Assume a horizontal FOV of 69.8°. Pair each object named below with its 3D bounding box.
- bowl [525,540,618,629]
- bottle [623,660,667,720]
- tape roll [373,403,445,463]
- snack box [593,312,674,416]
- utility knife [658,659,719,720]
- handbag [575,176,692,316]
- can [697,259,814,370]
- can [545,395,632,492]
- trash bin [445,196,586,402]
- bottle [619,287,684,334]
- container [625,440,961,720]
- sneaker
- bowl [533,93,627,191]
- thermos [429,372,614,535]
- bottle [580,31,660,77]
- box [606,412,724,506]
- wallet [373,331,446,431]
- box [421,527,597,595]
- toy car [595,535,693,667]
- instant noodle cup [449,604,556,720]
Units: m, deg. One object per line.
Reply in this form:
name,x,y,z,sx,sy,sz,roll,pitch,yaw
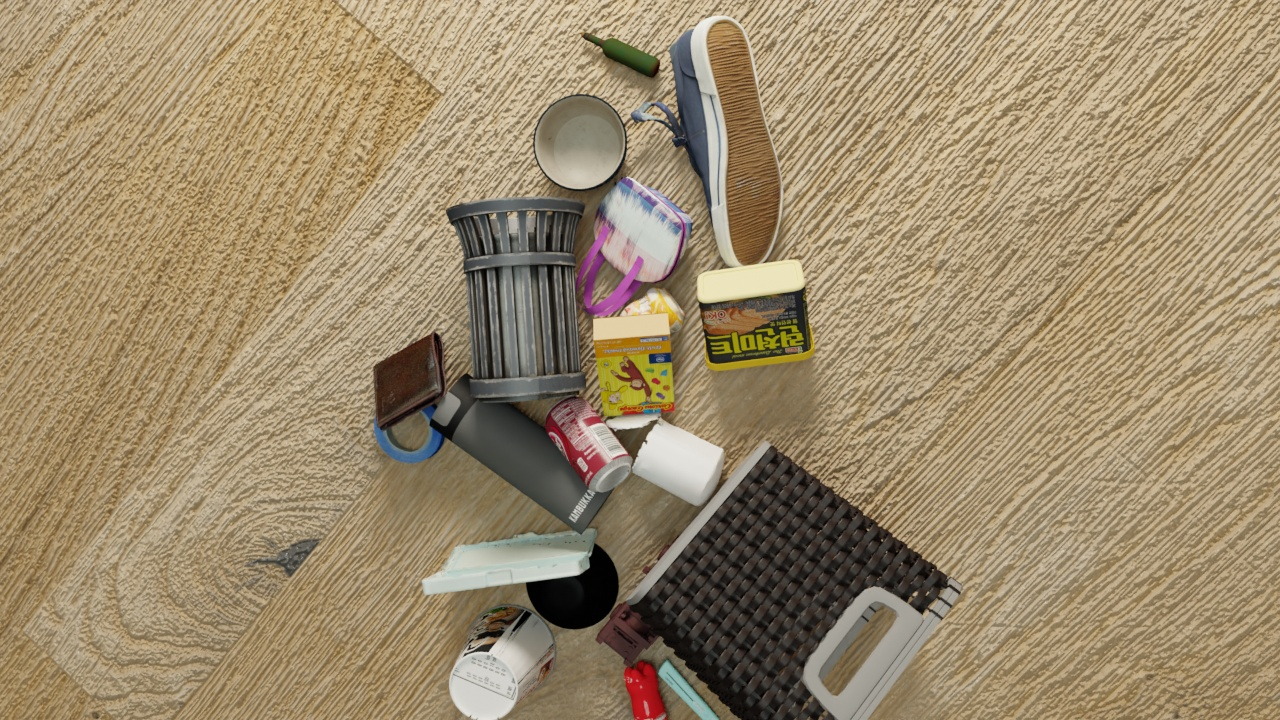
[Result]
bowl,-0.093,0.293,1.175,0.124,0.052,0.124,0,94,8
bottle,0.013,0.458,1.176,0.042,0.042,0.141,-14,92,8
tape roll,-0.304,0.089,1.210,0.091,0.016,0.093,-16,91,9
snack box,-0.007,0.006,1.111,0.088,0.040,0.126,-4,133,1
utility knife,0.084,0.453,1.183,0.022,0.015,0.168,-43,90,7
handbag,-0.022,-0.131,1.133,0.144,0.068,0.170,45,109,28
can,0.136,-0.054,1.091,0.131,0.072,0.101,-7,125,8
can,-0.064,0.101,1.109,0.063,0.063,0.114,-44,63,8
trash bin,-0.141,-0.068,1.099,0.164,0.164,0.227,-4,91,8
bottle,0.000,-0.041,1.138,0.109,0.063,0.063,-36,88,9
container,0.149,0.265,1.021,0.243,0.246,0.247,40,76,8
sneaker,0.082,-0.251,1.111,0.120,0.127,0.294,-19,101,-34
bowl,-0.069,-0.264,1.134,0.115,0.059,0.115,0,94,8
thermos,-0.148,0.116,1.157,0.240,0.082,0.082,35,97,4
bottle,-0.026,-0.383,1.138,0.106,0.025,0.025,27,97,5
box,0.027,0.109,1.136,0.161,0.081,0.092,25,120,7
wallet,-0.295,0.024,1.165,0.099,0.119,0.031,-29,133,10
box,-0.158,0.253,1.141,0.197,0.135,0.043,-9,97,8
toy car,0.014,0.307,1.157,0.070,0.061,0.170,38,98,4
instant noodle cup,-0.180,0.388,1.159,0.124,0.121,0.123,0,93,8
